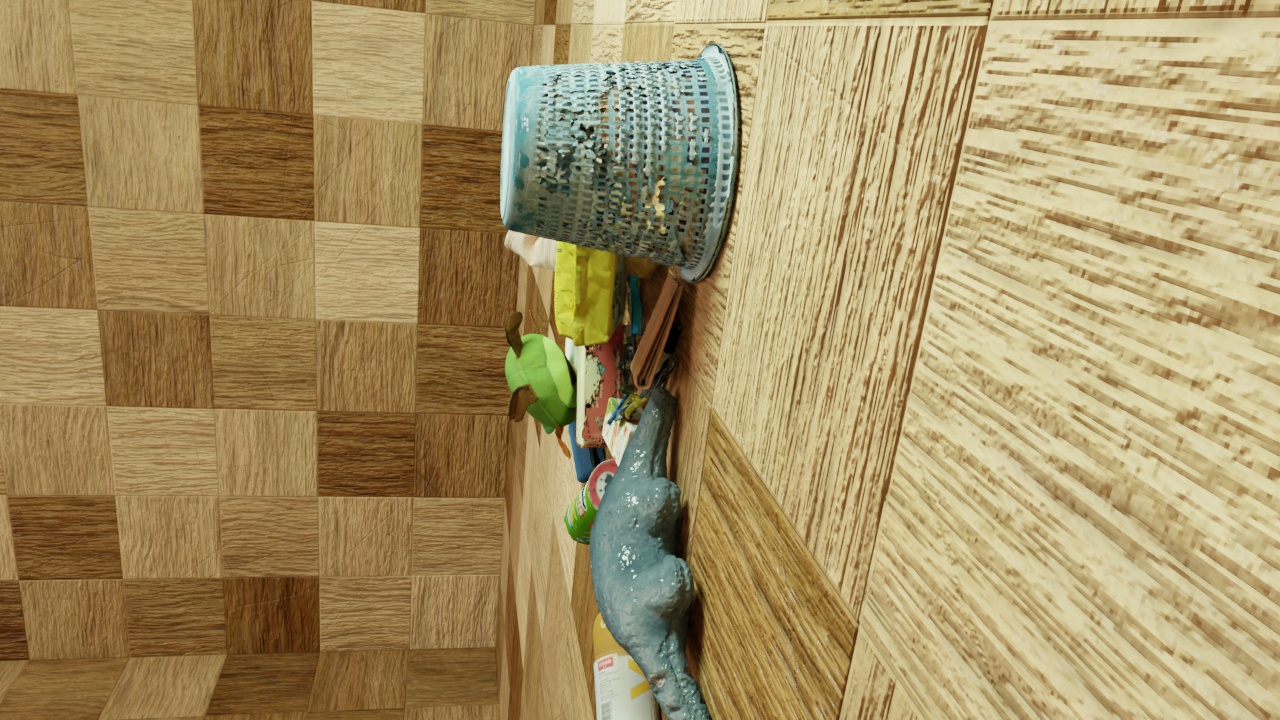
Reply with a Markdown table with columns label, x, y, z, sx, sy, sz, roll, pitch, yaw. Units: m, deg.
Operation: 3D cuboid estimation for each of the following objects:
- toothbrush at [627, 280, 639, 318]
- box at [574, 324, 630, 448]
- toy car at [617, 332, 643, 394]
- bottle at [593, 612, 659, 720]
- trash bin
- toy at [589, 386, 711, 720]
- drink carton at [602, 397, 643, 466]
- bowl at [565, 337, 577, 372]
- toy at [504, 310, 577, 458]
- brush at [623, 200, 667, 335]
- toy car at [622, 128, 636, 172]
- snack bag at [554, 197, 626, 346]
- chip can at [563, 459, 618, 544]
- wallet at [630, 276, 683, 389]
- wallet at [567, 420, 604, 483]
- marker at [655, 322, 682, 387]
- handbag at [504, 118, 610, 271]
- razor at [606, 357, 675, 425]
| label | x | y | z | sx | sy | sz | roll | pitch | yaw |
| --- | --- | --- | --- | --- | --- | --- | --- | --- | --- |
| toothbrush | -0.008 | -0.145 | 1.185 | 0.018 | 0.016 | 0.191 | 104 | 166 | -81 |
| box | -0.059 | 0.034 | 1.235 | 0.091 | 0.079 | 0.168 | 172 | 100 | -78 |
| toy car | -0.006 | 0.006 | 1.101 | 0.091 | 0.035 | 0.042 | 109 | 161 | -54 |
| bottle | -0.018 | 0.343 | 1.023 | 0.068 | 0.068 | 0.189 | 108 | 160 | -53 |
| trash bin | -0.032 | -0.193 | 0.874 | 0.227 | 0.195 | 0.226 | -178 | 91 | -78 |
| toy | 0.008 | 0.202 | 0.910 | 0.138 | 0.091 | 0.355 | -38 | 46 | 38 |
| drink carton | -0.011 | 0.088 | 1.084 | 0.122 | 0.045 | 0.053 | -128 | 47 | -70 |
| bowl | -0.080 | -0.022 | 1.388 | 0.113 | 0.062 | 0.113 | -179 | 91 | -76 |
| toy | -0.134 | 0.031 | 1.293 | 0.247 | 0.090 | 0.226 | 47 | -150 | -71 |
| brush | -0.002 | -0.080 | 1.105 | 0.083 | 0.046 | 0.255 | -107 | 18 | -46 |
| toy car | 0.008 | -0.263 | 1.084 | 0.121 | 0.036 | 0.054 | 151 | 122 | -64 |
| snack bag | -0.055 | -0.114 | 1.091 | 0.246 | 0.068 | 0.158 | -69 | -17 | -78 |
| chip can | -0.050 | 0.189 | 1.192 | 0.236 | 0.072 | 0.072 | 122 | 148 | -68 |
| wallet | 0.016 | -0.031 | 0.961 | 0.101 | 0.020 | 0.115 | -109 | 40 | -80 |
| wallet | -0.084 | 0.130 | 1.439 | 0.133 | 0.040 | 0.106 | 130 | 132 | -68 |
| marker | 0.024 | 0.006 | 1.005 | 0.131 | 0.018 | 0.022 | 108 | -174 | -51 |
| handbag | -0.099 | -0.261 | 1.374 | 0.235 | 0.093 | 0.192 | -64 | -6 | 28 |
| razor | 0.007 | 0.033 | 1.006 | 0.042 | 0.022 | 0.143 | -58 | 7 | -36 |
